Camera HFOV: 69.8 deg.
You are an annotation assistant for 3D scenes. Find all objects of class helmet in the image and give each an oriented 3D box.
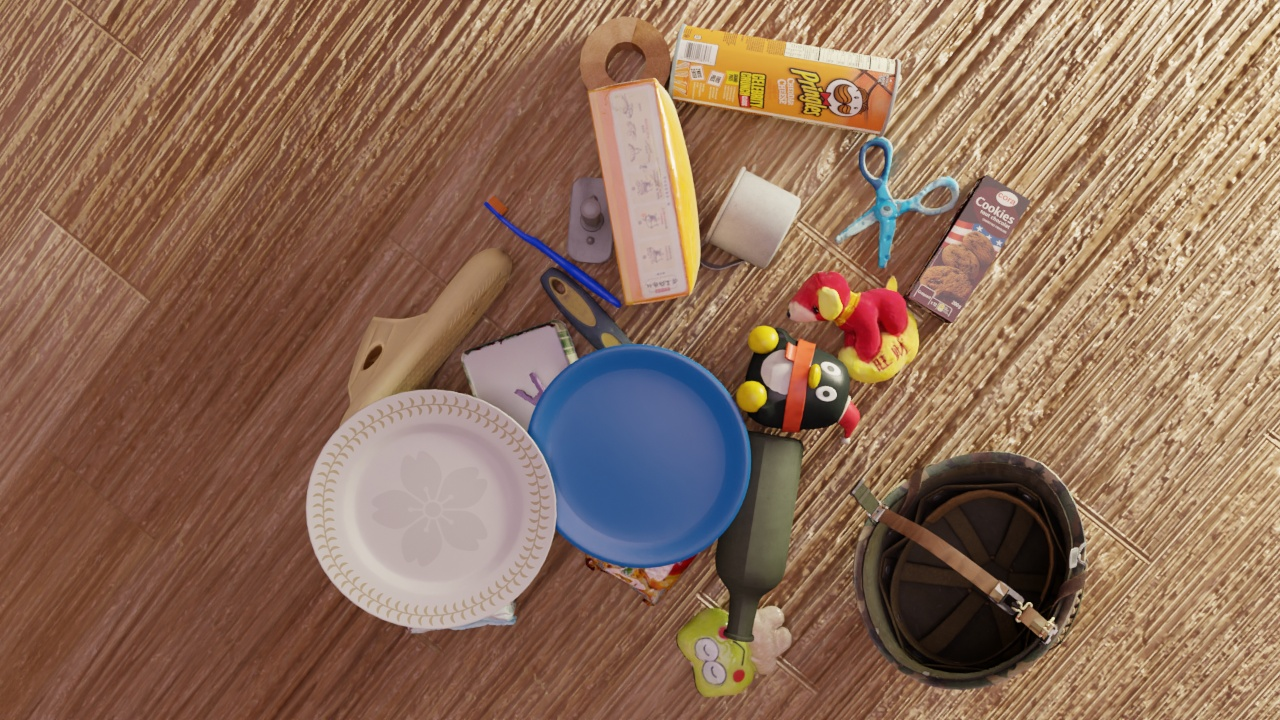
[{"bbox_3d":[0.300,0.187,0.840,0.193,0.235,0.224,37,107,35],"label":"helmet"}]

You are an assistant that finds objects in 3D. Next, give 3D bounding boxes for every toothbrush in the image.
[{"bbox_3d":[-0.091,-0.114,0.969,0.182,0.016,0.018,37,89,3],"label":"toothbrush"}]

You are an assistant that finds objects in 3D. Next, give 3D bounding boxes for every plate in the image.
[{"bbox_3d":[-0.003,0.094,0.911,0.224,0.024,0.224,1,97,10],"label":"plate"},{"bbox_3d":[-0.205,0.148,0.908,0.242,0.016,0.242,-1,98,-4],"label":"plate"}]

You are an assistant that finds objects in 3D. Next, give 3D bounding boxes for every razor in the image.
[{"bbox_3d":[-0.049,-0.144,0.914,0.047,0.116,0.088,4,92,-2],"label":"razor"}]

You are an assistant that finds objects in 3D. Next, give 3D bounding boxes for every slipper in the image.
[{"bbox_3d":[-0.237,-0.026,0.939,0.079,0.111,0.261,41,91,0],"label":"slipper"}]

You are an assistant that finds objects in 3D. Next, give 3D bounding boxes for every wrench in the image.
[{"bbox_3d":[-0.005,0.005,0.963,0.073,0.022,0.273,-43,89,5],"label":"wrench"}]

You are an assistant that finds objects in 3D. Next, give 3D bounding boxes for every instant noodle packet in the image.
[{"bbox_3d":[0.014,0.182,0.962,0.098,0.039,0.135,37,93,7],"label":"instant noodle packet"}]

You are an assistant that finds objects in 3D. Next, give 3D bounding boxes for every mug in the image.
[{"bbox_3d":[0.106,-0.131,0.926,0.070,0.084,0.113,27,128,1],"label":"mug"}]

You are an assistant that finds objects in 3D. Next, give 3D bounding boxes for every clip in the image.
[{"bbox_3d":[-0.102,0.033,0.930,0.050,0.014,0.046,16,92,8],"label":"clip"}]

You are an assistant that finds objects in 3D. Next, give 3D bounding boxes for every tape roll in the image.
[{"bbox_3d":[-0.014,-0.304,0.949,0.094,0.027,0.094,0,92,5],"label":"tape roll"}]

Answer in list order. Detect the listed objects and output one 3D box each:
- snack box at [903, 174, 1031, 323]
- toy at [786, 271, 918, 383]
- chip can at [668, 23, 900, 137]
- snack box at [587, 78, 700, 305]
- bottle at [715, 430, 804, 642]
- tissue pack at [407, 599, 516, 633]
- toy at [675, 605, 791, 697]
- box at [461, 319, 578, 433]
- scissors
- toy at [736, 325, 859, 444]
[{"bbox_3d":[0.328,-0.111,0.925,0.051,0.031,0.141,32,95,3],"label":"snack box"},{"bbox_3d":[0.223,-0.042,0.924,0.137,0.067,0.105,37,88,-6],"label":"toy"},{"bbox_3d":[0.141,-0.278,0.913,0.215,0.075,0.075,11,93,5],"label":"chip can"},{"bbox_3d":[0.011,-0.162,0.882,0.081,0.145,0.195,-9,101,5],"label":"snack box"},{"bbox_3d":[0.115,0.176,0.925,0.071,0.071,0.206,9,87,4],"label":"bottle"},{"bbox_3d":[-0.196,0.191,0.964,0.112,0.070,0.182,-7,91,3],"label":"tissue pack"},{"bbox_3d":[0.100,0.296,0.955,0.115,0.046,0.092,-22,85,-3],"label":"toy"},{"bbox_3d":[-0.103,0.068,0.962,0.118,0.050,0.205,-20,90,8],"label":"box"},{"bbox_3d":[0.252,-0.168,0.940,0.134,0.012,0.134,-32,90,7],"label":"scissors"},{"bbox_3d":[0.161,0.027,0.911,0.119,0.100,0.097,10,72,11],"label":"toy"}]
